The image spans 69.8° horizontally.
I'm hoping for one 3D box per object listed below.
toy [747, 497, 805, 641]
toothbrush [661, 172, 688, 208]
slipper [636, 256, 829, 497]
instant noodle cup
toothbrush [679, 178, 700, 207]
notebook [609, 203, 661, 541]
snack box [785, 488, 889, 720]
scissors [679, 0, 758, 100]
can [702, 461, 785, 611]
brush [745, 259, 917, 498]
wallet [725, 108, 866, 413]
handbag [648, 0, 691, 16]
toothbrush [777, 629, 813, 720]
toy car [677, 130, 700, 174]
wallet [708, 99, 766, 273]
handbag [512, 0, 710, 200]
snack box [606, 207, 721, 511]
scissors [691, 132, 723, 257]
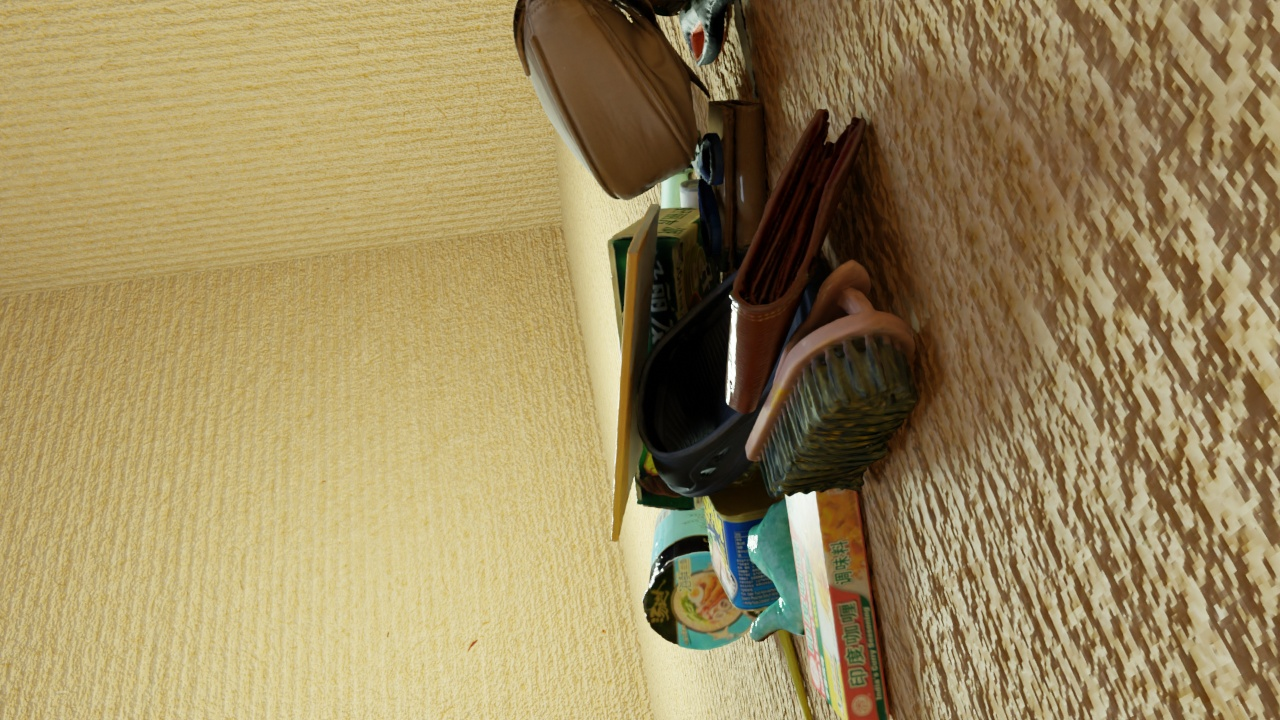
[{"bbox_3d":[0.099,0.149,0.632,0.097,0.030,0.091,-50,48,32],"label":"toy"},{"bbox_3d":[0.034,-0.124,0.957,0.027,0.026,0.225,52,159,30],"label":"toothbrush"},{"bbox_3d":[0.039,0.014,0.617,0.269,0.083,0.110,123,137,-58],"label":"slipper"},{"bbox_3d":[0.056,0.194,0.878,0.120,0.111,0.111,-92,-3,-65],"label":"instant noodle cup"},{"bbox_3d":[0.054,-0.060,0.853,0.026,0.026,0.221,-62,-27,-55],"label":"toothbrush"},{"bbox_3d":[-0.004,0.004,0.655,0.145,0.010,0.206,-73,-12,-68],"label":"notebook"},{"bbox_3d":[0.116,0.131,0.555,0.077,0.027,0.155,168,94,-85],"label":"snack box"},{"bbox_3d":[0.051,-0.269,0.629,0.221,0.021,0.234,112,150,-78],"label":"scissors"},{"bbox_3d":[0.084,0.136,0.720,0.102,0.057,0.083,-123,23,-75],"label":"can"},{"bbox_3d":[0.093,0.014,0.454,0.146,0.063,0.073,95,169,-61],"label":"brush"},{"bbox_3d":[0.072,-0.047,0.452,0.101,0.032,0.124,91,-158,-64],"label":"wallet"},{"bbox_3d":[0.008,-0.317,0.623,0.132,0.068,0.120,103,149,-57],"label":"handbag"},{"bbox_3d":[0.115,0.233,0.737,0.016,0.016,0.189,92,168,-56],"label":"toothbrush"},{"bbox_3d":[0.027,-0.201,0.835,0.091,0.043,0.036,-105,9,-49],"label":"toy car"},{"bbox_3d":[0.067,-0.124,0.648,0.090,0.033,0.115,-113,19,-69],"label":"wallet"},{"bbox_3d":[-0.017,-0.189,0.618,0.148,0.100,0.204,57,-172,-17],"label":"handbag"},{"bbox_3d":[0.030,-0.003,0.786,0.114,0.063,0.240,-45,-47,-62],"label":"snack box"},{"bbox_3d":[0.044,-0.143,0.652,0.140,0.012,0.170,91,175,-61],"label":"scissors"}]
